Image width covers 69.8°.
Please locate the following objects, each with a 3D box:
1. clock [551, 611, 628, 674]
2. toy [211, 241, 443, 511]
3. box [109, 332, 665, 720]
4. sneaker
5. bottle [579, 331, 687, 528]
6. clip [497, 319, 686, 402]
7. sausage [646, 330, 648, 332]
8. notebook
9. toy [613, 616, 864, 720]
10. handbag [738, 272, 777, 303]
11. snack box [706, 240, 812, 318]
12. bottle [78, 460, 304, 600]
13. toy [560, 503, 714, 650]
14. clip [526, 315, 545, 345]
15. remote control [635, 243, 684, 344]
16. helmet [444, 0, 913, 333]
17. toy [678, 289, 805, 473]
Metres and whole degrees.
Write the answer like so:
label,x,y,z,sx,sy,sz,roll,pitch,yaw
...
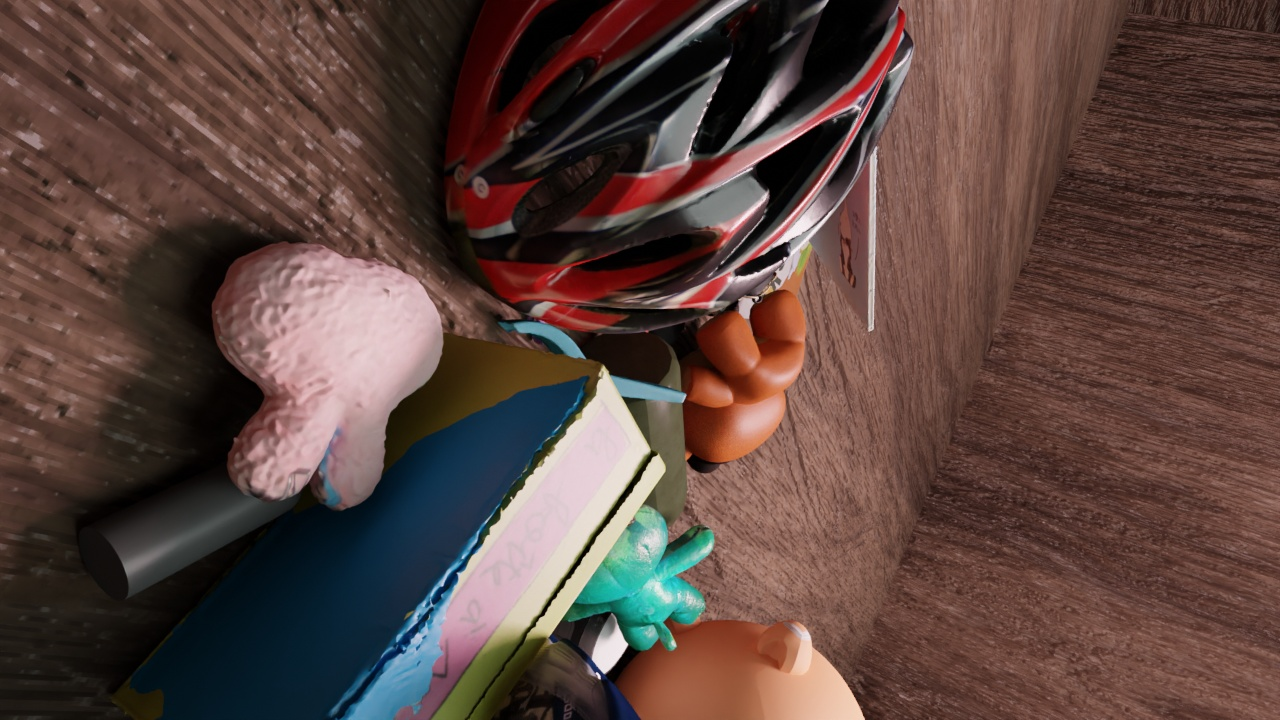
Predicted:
label,x,y,z,sx,sy,sz,roll,pitch,yaw
clock,-0.035,0.213,0.723,0.091,0.044,0.123,-6,114,-62
toy,-0.125,0.007,0.368,0.108,0.053,0.105,24,73,-61
box,-0.102,0.094,0.404,0.220,0.125,0.080,-56,135,-29
sneaker,-0.089,0.208,0.430,0.132,0.270,0.103,-36,95,-37
bottle,-0.003,0.075,0.650,0.071,0.071,0.207,-49,148,-36
clip,-0.031,0.010,0.524,0.120,0.027,0.103,35,77,-26
sausage,-0.004,0.004,0.656,0.020,0.020,0.155,-44,145,-41
notebook,0.132,-0.172,0.636,0.180,0.009,0.254,-101,-178,-58
toy,0.078,0.361,0.817,0.265,0.263,0.280,-2,93,-55
handbag,0.078,-0.102,0.641,0.079,0.054,0.128,30,81,-22
snack box,0.095,-0.087,0.765,0.185,0.032,0.101,-2,111,-62
bottle,-0.162,0.055,0.372,0.112,0.030,0.030,-31,136,-52
toy,-0.008,0.151,0.622,0.131,0.072,0.193,-30,137,3
clip,-0.059,-0.027,0.534,0.045,0.014,0.051,-68,158,4
remote control,0.011,-0.067,0.636,0.033,0.015,0.147,-54,151,-28
helmet,0.023,-0.126,0.477,0.271,0.167,0.217,-47,140,-15
toy,0.073,0.027,0.732,0.111,0.096,0.176,-23,135,-38
